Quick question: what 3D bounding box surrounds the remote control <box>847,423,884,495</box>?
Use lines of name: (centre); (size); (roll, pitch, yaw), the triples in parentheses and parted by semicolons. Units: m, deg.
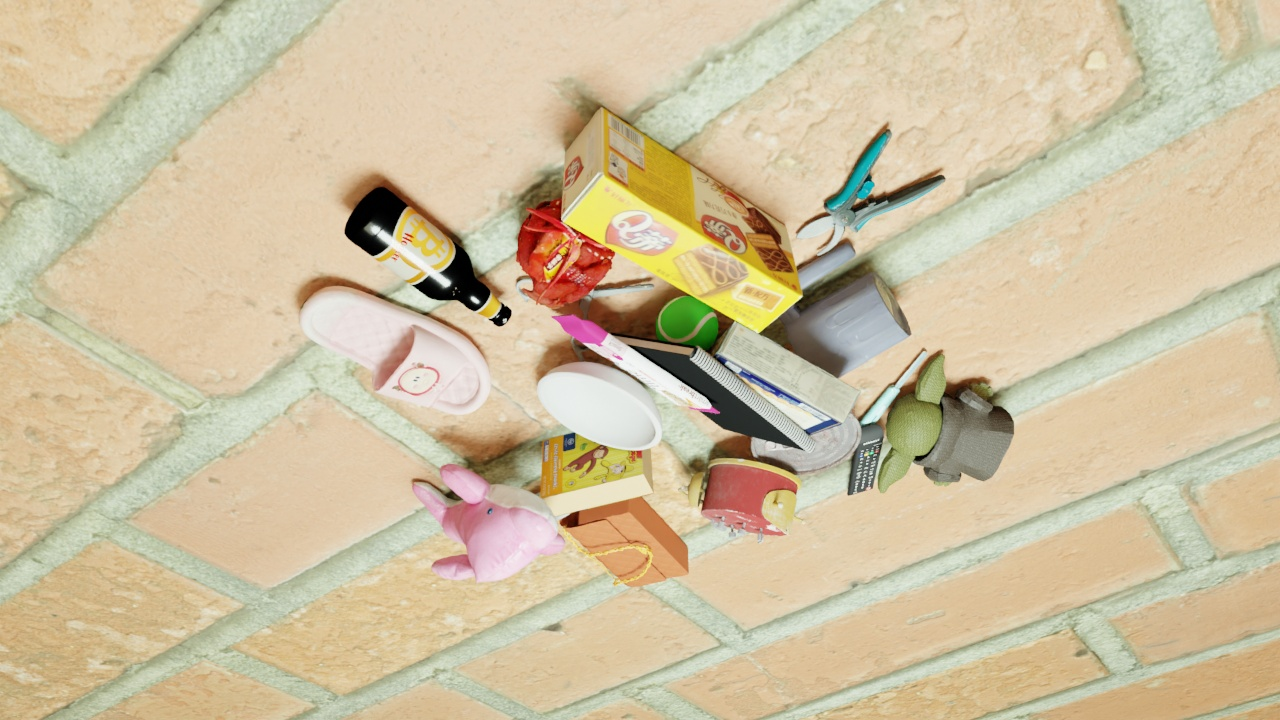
remote control: (0.282, 0.130, 1.159); (0.033, 0.015, 0.147); (-15, 141, -6)

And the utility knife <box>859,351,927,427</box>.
utility knife: (0.292, 0.045, 1.092); (0.022, 0.015, 0.166); (4, 134, -28)

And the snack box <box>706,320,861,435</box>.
snack box: (0.136, 0.025, 0.960); (0.144, 0.042, 0.145); (29, 167, -1)

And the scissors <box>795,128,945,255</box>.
scissors: (0.223, -0.156, 0.882); (0.124, 0.019, 0.155); (4, 136, -5)

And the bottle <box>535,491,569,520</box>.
bottle: (-0.106, 0.181, 1.181); (0.136, 0.044, 0.044); (-30, 129, 24)

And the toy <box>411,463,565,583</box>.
toy: (-0.191, 0.211, 1.096); (0.186, 0.127, 0.266); (43, 154, -21)

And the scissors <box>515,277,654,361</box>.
scissors: (-0.062, -0.057, 0.968); (0.141, 0.014, 0.175); (7, 136, -6)

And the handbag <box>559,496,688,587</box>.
handbag: (-0.021, 0.252, 1.249); (0.109, 0.060, 0.172); (-20, 133, 21)

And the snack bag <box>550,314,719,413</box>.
snack bag: (-0.006, 0.006, 0.975); (0.196, 0.016, 0.070); (34, 169, -22)

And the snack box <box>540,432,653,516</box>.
snack box: (-0.052, 0.127, 1.098); (0.126, 0.088, 0.040); (-15, 134, 11)

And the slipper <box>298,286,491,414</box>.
slipper: (-0.256, -0.007, 0.978); (0.221, 0.055, 0.107); (33, 123, -29)

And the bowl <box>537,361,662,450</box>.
bowl: (-0.040, 0.043, 1.030); (0.149, 0.043, 0.150); (18, 149, 11)

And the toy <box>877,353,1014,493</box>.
toy: (0.364, 0.086, 1.088); (0.152, 0.078, 0.179); (15, 108, -11)

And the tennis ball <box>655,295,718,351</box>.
tennis ball: (0.049, -0.035, 0.959); (0.065, 0.065, 0.065); (-2, 135, -2)

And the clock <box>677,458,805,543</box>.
clock: (0.120, 0.179, 1.142); (0.159, 0.081, 0.117); (0, 156, 35)

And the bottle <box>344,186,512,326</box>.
bottle: (-0.197, -0.091, 0.894); (0.059, 0.059, 0.181); (-32, 129, 25)

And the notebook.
notebook: (0.077, 0.035, 0.985); (0.206, 0.016, 0.149); (37, 165, -34)

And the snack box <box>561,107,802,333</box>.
snack box: (0.040, -0.124, 0.839); (0.230, 0.109, 0.062); (27, 128, -27)

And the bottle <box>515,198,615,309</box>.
bottle: (-0.072, -0.106, 0.862); (0.111, 0.098, 0.099); (-38, 126, 26)

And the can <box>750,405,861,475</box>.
can: (0.194, 0.080, 1.097); (0.130, 0.044, 0.130); (-2, 135, -2)

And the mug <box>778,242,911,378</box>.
mug: (0.205, -0.049, 0.955); (0.104, 0.083, 0.124); (-32, 102, 24)
